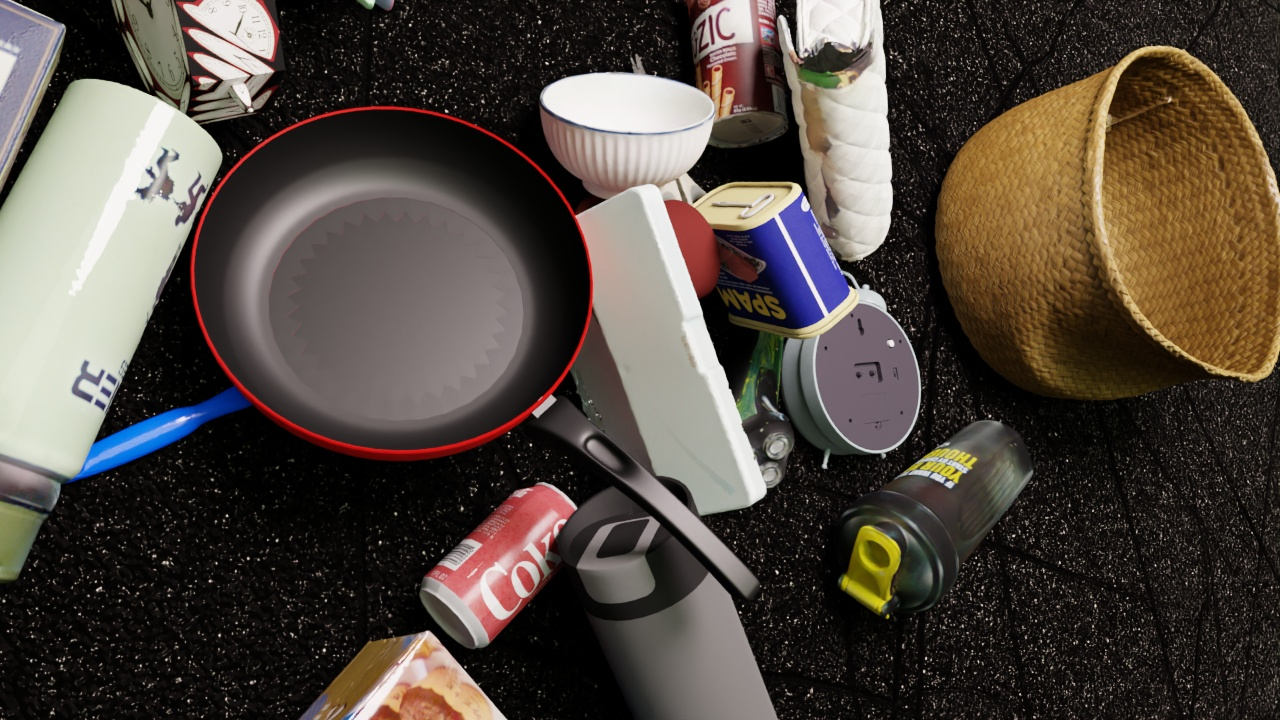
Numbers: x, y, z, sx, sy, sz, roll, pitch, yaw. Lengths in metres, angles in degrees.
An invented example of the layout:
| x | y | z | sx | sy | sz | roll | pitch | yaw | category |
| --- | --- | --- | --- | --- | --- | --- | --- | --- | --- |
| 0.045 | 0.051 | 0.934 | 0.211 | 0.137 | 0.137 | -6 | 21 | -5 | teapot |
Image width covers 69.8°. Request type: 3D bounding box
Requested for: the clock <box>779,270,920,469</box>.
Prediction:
| x | y | z | sx | sy | sz | roll | pitch | yaw | category |
| --- | --- | --- | --- | --- | --- | --- | --- | --- | --- |
| 0.168 | 0.003 | 0.747 | 0.122 | 0.045 | 0.159 | -5 | 82 | -35 | clock |

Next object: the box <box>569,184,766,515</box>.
| x | y | z | sx | sy | sz | roll | pitch | yaw | category |
| --- | --- | --- | --- | --- | --- | --- | --- | --- | --- |
| -0.006 | 0.004 | 0.571 | 0.040 | 0.135 | 0.197 | -20 | 92 | -45 | box |

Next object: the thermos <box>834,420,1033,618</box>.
| x | y | z | sx | sy | sz | roll | pitch | yaw | category |
| --- | --- | --- | --- | --- | --- | --- | --- | --- | --- |
| 0.241 | 0.124 | 0.748 | 0.220 | 0.098 | 0.098 | -27 | 96 | -41 | thermos |

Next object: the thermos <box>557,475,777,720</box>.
| x | y | z | sx | sy | sz | roll | pitch | yaw | category |
| --- | --- | --- | --- | --- | --- | --- | --- | --- | --- |
| 0.030 | 0.193 | 0.557 | 0.082 | 0.082 | 0.240 | -35 | 114 | -34 | thermos |

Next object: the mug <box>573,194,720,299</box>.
| x | y | z | sx | sy | sz | roll | pitch | yaw | category |
| --- | --- | --- | --- | --- | --- | --- | --- | --- | --- |
| -0.010 | -0.076 | 0.632 | 0.082 | 0.073 | 0.105 | -26 | 67 | -35 | mug |

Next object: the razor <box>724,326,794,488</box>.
| x | y | z | sx | sy | sz | roll | pitch | yaw | category |
| --- | --- | --- | --- | --- | --- | --- | --- | --- | --- |
| 0.091 | 0.021 | 0.679 | 0.054 | 0.067 | 0.151 | 34 | 55 | -30 | razor |

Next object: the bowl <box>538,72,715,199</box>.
| x | y | z | sx | sy | sz | roll | pitch | yaw | category |
| --- | --- | --- | --- | --- | --- | --- | --- | --- | --- |
| -0.011 | -0.149 | 0.630 | 0.117 | 0.118 | 0.062 | -24 | 134 | -35 | bowl |

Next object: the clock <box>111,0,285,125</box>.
| x | y | z | sx | sy | sz | roll | pitch | yaw | category |
| --- | --- | --- | --- | --- | --- | --- | --- | --- | --- |
| -0.229 | -0.203 | 0.469 | 0.064 | 0.115 | 0.155 | -25 | 112 | -35 | clock |

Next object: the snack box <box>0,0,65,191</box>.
| x | y | z | sx | sy | sz | roll | pitch | yaw | category |
| --- | --- | --- | --- | --- | --- | --- | --- | --- | --- |
| -0.362 | -0.118 | 0.410 | 0.144 | 0.043 | 0.144 | 22 | 69 | -29 | snack box |

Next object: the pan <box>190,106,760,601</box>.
| x | y | z | sx | sy | sz | roll | pitch | yaw | category |
| --- | --- | --- | --- | --- | --- | --- | --- | --- | --- |
| -0.078 | 0.005 | 0.501 | 0.356 | 0.067 | 0.208 | 44 | 63 | 5 | pan |

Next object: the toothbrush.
| x | y | z | sx | sy | sz | roll | pitch | yaw | category |
| --- | --- | --- | --- | --- | --- | --- | --- | --- | --- |
| -0.219 | 0.021 | 0.494 | 0.182 | 0.018 | 0.016 | -29 | 97 | -35 | toothbrush |

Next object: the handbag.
| x | y | z | sx | sy | sz | roll | pitch | yaw | category |
| --- | --- | --- | --- | --- | --- | --- | --- | --- | --- |
| 0.153 | -0.187 | 0.706 | 0.195 | 0.072 | 0.138 | 66 | 27 | -49 | handbag |

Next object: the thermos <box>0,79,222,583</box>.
| x | y | z | sx | sy | sz | roll | pitch | yaw | category |
| --- | --- | --- | --- | --- | --- | --- | --- | --- | --- |
| -0.275 | -0.015 | 0.424 | 0.082 | 0.082 | 0.231 | 26 | 67 | -28 | thermos |

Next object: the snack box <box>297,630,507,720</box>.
| x | y | z | sx | sy | sz | roll | pitch | yaw | category |
| --- | --- | --- | --- | --- | --- | --- | --- | --- | --- |
| -0.111 | 0.269 | 0.470 | 0.203 | 0.069 | 0.154 | 54 | 45 | -14 | snack box |

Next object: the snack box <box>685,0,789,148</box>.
| x | y | z | sx | sy | sz | roll | pitch | yaw | category |
| --- | --- | --- | --- | --- | --- | --- | --- | --- | --- |
| 0.075 | -0.235 | 0.714 | 0.072 | 0.072 | 0.121 | 0 | 81 | -34 | snack box |

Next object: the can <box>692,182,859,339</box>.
| x | y | z | sx | sy | sz | roll | pitch | yaw | category |
| --- | --- | --- | --- | --- | --- | --- | --- | --- | --- |
| 0.088 | -0.074 | 0.652 | 0.056 | 0.116 | 0.092 | -39 | 115 | -15 | can |

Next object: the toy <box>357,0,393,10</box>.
| x | y | z | sx | sy | sz | roll | pitch | yaw | category |
| --- | --- | --- | --- | --- | --- | --- | --- | --- | --- |
| -0.191 | -0.324 | 0.534 | 0.171 | 0.120 | 0.221 | 18 | 72 | -20 | toy |

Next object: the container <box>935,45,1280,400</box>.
| x | y | z | sx | sy | sz | roll | pitch | yaw | category |
| --- | --- | --- | --- | --- | --- | --- | --- | --- | --- |
| 0.429 | -0.116 | 0.857 | 0.306 | 0.197 | 0.306 | 6 | 78 | -32 | container |

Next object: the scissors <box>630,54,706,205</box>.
| x | y | z | sx | sy | sz | roll | pitch | yaw | category |
| --- | --- | --- | --- | --- | --- | --- | --- | --- | --- |
| 0.028 | -0.152 | 0.702 | 0.121 | 0.013 | 0.171 | 14 | 72 | -35 | scissors |

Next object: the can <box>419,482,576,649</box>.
| x | y | z | sx | sy | sz | roll | pitch | yaw | category |
| --- | --- | --- | --- | --- | --- | --- | --- | --- | --- |
| -0.080 | 0.120 | 0.547 | 0.096 | 0.054 | 0.054 | -43 | 105 | -33 | can |
